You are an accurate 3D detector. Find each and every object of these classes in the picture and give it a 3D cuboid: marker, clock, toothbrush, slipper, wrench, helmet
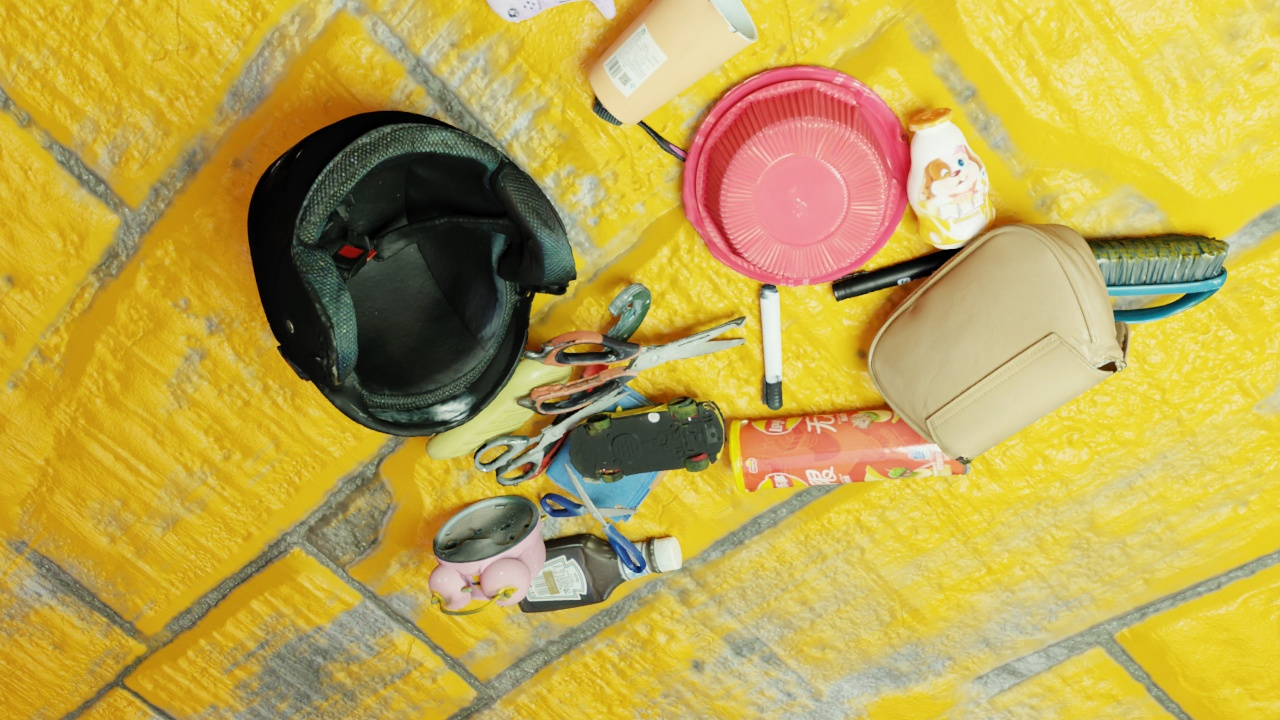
[{"bbox_3d":[0.123,-0.011,0.869,0.023,0.018,0.131,3,120,20],"label":"marker"},{"bbox_3d":[-0.160,0.210,0.964,0.117,0.158,0.060,-8,114,16],"label":"clock"},{"bbox_3d":[0.235,-0.079,0.810,0.132,0.020,0.022,-16,86,19],"label":"marker"},{"bbox_3d":[0.040,-0.174,0.797,0.189,0.014,0.018,31,136,-9],"label":"toothbrush"},{"bbox_3d":[-0.148,0.031,0.915,0.191,0.091,0.081,-37,72,32],"label":"slipper"},{"bbox_3d":[-0.057,0.028,0.911,0.016,0.056,0.274,47,127,22],"label":"wrench"},{"bbox_3d":[-0.203,-0.076,0.775,0.230,0.232,0.275,38,142,40],"label":"helmet"}]

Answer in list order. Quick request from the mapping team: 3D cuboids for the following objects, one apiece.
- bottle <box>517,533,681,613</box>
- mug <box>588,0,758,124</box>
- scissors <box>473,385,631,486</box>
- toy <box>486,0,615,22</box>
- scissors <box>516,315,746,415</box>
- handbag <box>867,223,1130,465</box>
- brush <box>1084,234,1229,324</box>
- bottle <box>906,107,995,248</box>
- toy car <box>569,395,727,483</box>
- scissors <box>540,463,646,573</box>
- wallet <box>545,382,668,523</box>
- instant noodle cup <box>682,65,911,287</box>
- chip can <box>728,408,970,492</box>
[{"bbox_3d":[-0.051,0.231,1.021,0.195,0.044,0.080,-14,106,16],"label":"bottle"},{"bbox_3d":[0.021,-0.246,0.727,0.123,0.078,0.078,-34,108,29],"label":"mug"},{"bbox_3d":[-0.092,0.068,0.908,0.136,0.014,0.175,11,130,-22],"label":"scissors"},{"bbox_3d":[-0.077,-0.305,0.731,0.108,0.038,0.084,-8,126,13],"label":"toy"},{"bbox_3d":[-0.010,-0.003,0.841,0.215,0.015,0.196,20,129,-43],"label":"scissors"},{"bbox_3d":[0.294,-0.015,0.758,0.205,0.099,0.147,-48,59,47],"label":"handbag"},{"bbox_3d":[0.407,-0.066,0.764,0.144,0.055,0.074,-2,118,11],"label":"brush"},{"bbox_3d":[0.247,-0.147,0.743,0.063,0.063,0.108,-15,115,18],"label":"bottle"},{"bbox_3d":[0.005,0.076,0.889,0.156,0.041,0.071,-11,105,14],"label":"toy car"},{"bbox_3d":[-0.044,0.163,0.941,0.162,0.012,0.173,50,148,-17],"label":"scissors"},{"bbox_3d":[-0.021,0.094,0.942,0.106,0.040,0.133,32,114,-4],"label":"wallet"},{"bbox_3d":[0.131,-0.139,0.761,0.194,0.065,0.194,2,118,4],"label":"instant noodle cup"},{"bbox_3d":[0.197,0.084,0.878,0.217,0.073,0.073,-6,117,13],"label":"chip can"}]
